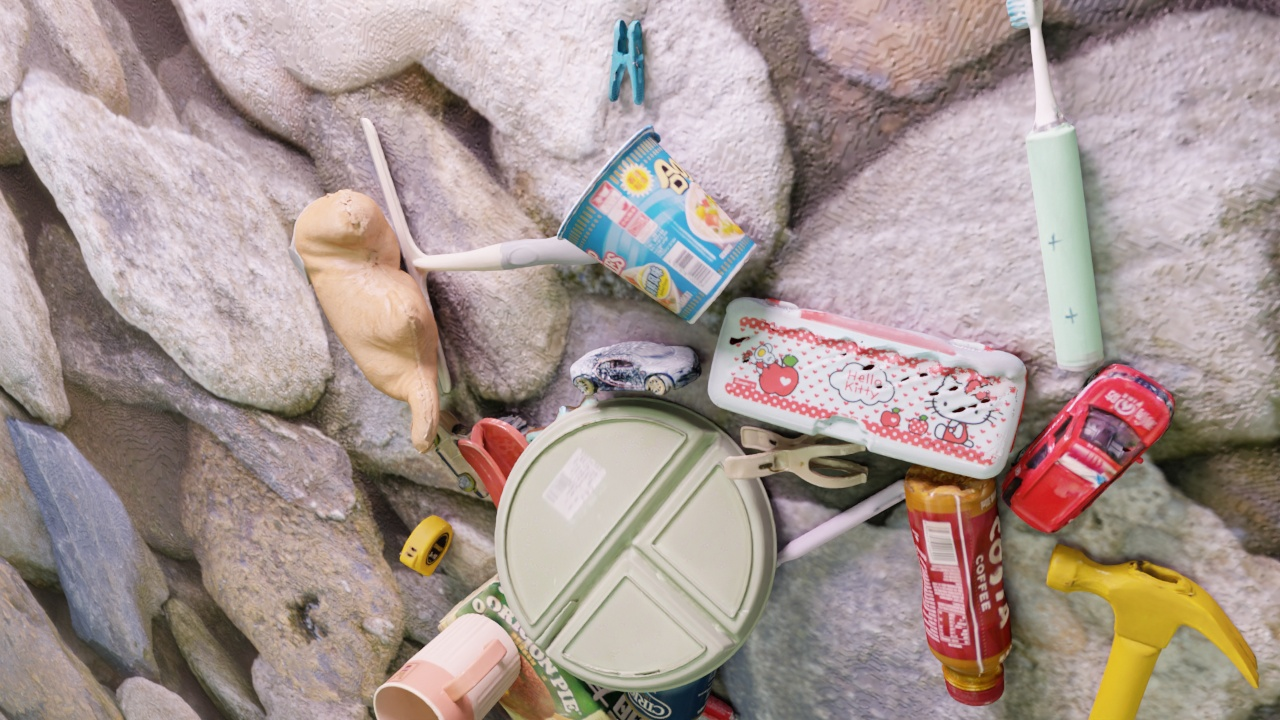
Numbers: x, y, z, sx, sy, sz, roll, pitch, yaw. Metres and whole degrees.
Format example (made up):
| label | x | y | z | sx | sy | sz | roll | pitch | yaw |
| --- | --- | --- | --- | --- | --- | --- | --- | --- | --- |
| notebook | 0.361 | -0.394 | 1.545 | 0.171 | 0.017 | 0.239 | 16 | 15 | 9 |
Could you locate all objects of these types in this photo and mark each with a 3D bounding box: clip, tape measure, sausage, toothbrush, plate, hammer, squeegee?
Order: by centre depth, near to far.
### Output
| label | x | y | z | sx | sy | sz | roll | pitch | yaw |
| --- | --- | --- | --- | --- | --- | --- | --- | --- | --- |
| toothbrush | 0.236 | -0.099 | 0.520 | 0.027 | 0.026 | 0.224 | 7 | 117 | 52 |
| clip | -0.009 | -0.203 | 0.624 | 0.041 | 0.014 | 0.056 | 16 | 121 | 23 |
| hammer | 0.322 | 0.268 | 0.637 | 0.129 | 0.032 | 0.301 | 16 | 119 | 25 |
| clip | 0.115 | 0.068 | 0.665 | 0.098 | 0.063 | 0.034 | 0 | 113 | 23 |
| toothbrush | 0.129 | 0.134 | 0.697 | 0.029 | 0.021 | 0.190 | 28 | 132 | -30 |
| plate | -0.010 | 0.142 | 0.710 | 0.230 | 0.027 | 0.230 | -1 | 86 | 14 |
| squeegee | -0.109 | -0.082 | 0.723 | 0.247 | 0.039 | 0.247 | -1 | 111 | 30 |
| sausage | 0.017 | 0.286 | 0.823 | 0.156 | 0.020 | 0.020 | 26 | 123 | 9 |
| tape measure | -0.209 | 0.178 | 0.890 | 0.029 | 0.057 | 0.060 | 28 | 163 | 14 |

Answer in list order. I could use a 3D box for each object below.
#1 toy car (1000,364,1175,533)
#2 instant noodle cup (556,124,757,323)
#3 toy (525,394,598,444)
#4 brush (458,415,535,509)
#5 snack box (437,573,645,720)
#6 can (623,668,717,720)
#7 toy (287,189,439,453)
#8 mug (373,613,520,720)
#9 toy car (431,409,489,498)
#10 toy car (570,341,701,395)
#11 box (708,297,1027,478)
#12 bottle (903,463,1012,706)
| label | x | y | z | sx | sy | sz | roll | pitch | yaw |
| --- | --- | --- | --- | --- | --- | --- | --- | --- | --- |
| toy car | 0.272 | 0.058 | 0.562 | 0.053 | 0.045 | 0.121 | 34 | 123 | 11 |
| instant noodle cup | 0.016 | -0.085 | 0.620 | 0.110 | 0.099 | 0.099 | 40 | 126 | 0 |
| toy | -0.045 | 0.073 | 0.761 | 0.097 | 0.030 | 0.092 | -12 | 103 | 17 |
| brush | -0.096 | 0.111 | 0.786 | 0.063 | 0.069 | 0.146 | -38 | 90 | 36 |
| snack box | -0.074 | 0.306 | 0.868 | 0.240 | 0.063 | 0.115 | 49 | 126 | 2 |
| can | 0.031 | 0.239 | 0.767 | 0.075 | 0.075 | 0.111 | 23 | 121 | 20 |
| toy | -0.215 | -0.030 | 0.762 | 0.226 | 0.082 | 0.144 | 64 | 160 | 0 |
| mug | -0.158 | 0.277 | 0.797 | 0.081 | 0.105 | 0.115 | 48 | 127 | 3 |
| toy car | -0.159 | 0.081 | 0.827 | 0.035 | 0.042 | 0.090 | -40 | 94 | 15 |
| toy car | -0.004 | 0.004 | 0.696 | 0.106 | 0.048 | 0.031 | 0 | 115 | 29 |
| box | 0.143 | 0.014 | 0.603 | 0.201 | 0.067 | 0.091 | 14 | 118 | 25 |
| bottle | 0.220 | 0.154 | 0.628 | 0.058 | 0.057 | 0.175 | -2 | 111 | 31 |
